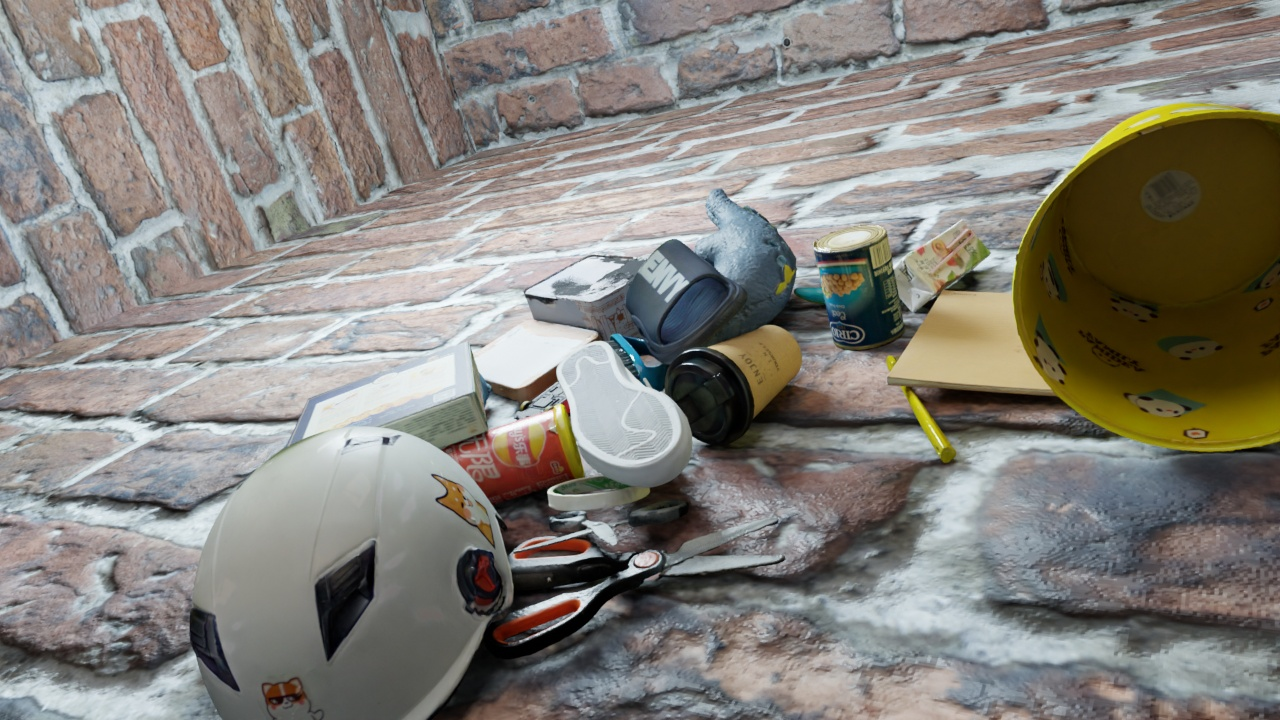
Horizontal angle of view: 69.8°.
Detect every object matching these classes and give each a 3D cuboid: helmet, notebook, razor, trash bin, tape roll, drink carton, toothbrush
[{"bbox_3d":[-0.219,0.142,0.657,0.230,0.157,0.273,-21,23,11],"label":"helmet"},{"bbox_3d":[0.331,-0.021,0.846,0.150,0.012,0.210,4,27,31],"label":"notebook"},{"bbox_3d":[0.237,-0.075,1.046,0.133,0.028,0.043,3,60,36],"label":"razor"},{"bbox_3d":[0.417,-0.089,0.697,0.230,0.230,0.254,-5,19,29],"label":"trash bin"},{"bbox_3d":[-0.035,0.111,0.774,0.086,0.014,0.086,-7,3,0],"label":"tape roll"},{"bbox_3d":[0.327,-0.106,1.004,0.122,0.053,0.046,-31,-12,-32],"label":"drink carton"},{"bbox_3d":[0.240,0.036,0.788,0.016,0.016,0.189,-8,22,5],"label":"toothbrush"}]

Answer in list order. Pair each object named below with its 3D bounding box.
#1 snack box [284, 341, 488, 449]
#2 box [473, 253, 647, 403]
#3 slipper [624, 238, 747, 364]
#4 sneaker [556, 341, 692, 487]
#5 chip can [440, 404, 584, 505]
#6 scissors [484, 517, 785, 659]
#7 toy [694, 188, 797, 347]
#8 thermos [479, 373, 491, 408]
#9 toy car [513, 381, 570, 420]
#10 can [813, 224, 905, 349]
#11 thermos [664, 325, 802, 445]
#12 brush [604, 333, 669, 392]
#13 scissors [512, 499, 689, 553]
[{"bbox_3d":[-0.241,0.052,0.886,0.178,0.046,0.182,-20,18,-5],"label":"snack box"},{"bbox_3d":[-0.099,-0.043,1.167,0.260,0.082,0.177,-34,27,-29],"label":"box"},{"bbox_3d":[0.022,-0.073,0.963,0.111,0.083,0.268,-46,19,2],"label":"slipper"},{"bbox_3d":[-0.010,0.065,0.814,0.089,0.091,0.242,-32,26,-5],"label":"sneaker"},{"bbox_3d":[-0.162,0.107,0.842,0.216,0.073,0.073,-19,21,0],"label":"chip can"},{"bbox_3d":[-0.014,0.161,0.661,0.225,0.022,0.203,1,27,37],"label":"scissors"},{"bbox_3d":[0.113,-0.100,1.082,0.138,0.092,0.355,10,41,8],"label":"toy"},{"bbox_3d":[-0.204,0.067,0.979,0.070,0.070,0.220,-16,21,2],"label":"thermos"},{"bbox_3d":[-0.089,0.045,0.989,0.049,0.031,0.106,5,32,45],"label":"toy car"},{"bbox_3d":[0.225,-0.077,0.944,0.075,0.111,0.075,-15,21,6],"label":"can"},{"bbox_3d":[0.091,0.017,0.857,0.093,0.093,0.142,2,21,40],"label":"thermos"},{"bbox_3d":[-0.006,0.006,0.991,0.073,0.055,0.144,-21,21,-7],"label":"brush"},{"bbox_3d":[-0.034,0.125,0.692,0.180,0.014,0.160,-5,-4,-42],"label":"scissors"}]
